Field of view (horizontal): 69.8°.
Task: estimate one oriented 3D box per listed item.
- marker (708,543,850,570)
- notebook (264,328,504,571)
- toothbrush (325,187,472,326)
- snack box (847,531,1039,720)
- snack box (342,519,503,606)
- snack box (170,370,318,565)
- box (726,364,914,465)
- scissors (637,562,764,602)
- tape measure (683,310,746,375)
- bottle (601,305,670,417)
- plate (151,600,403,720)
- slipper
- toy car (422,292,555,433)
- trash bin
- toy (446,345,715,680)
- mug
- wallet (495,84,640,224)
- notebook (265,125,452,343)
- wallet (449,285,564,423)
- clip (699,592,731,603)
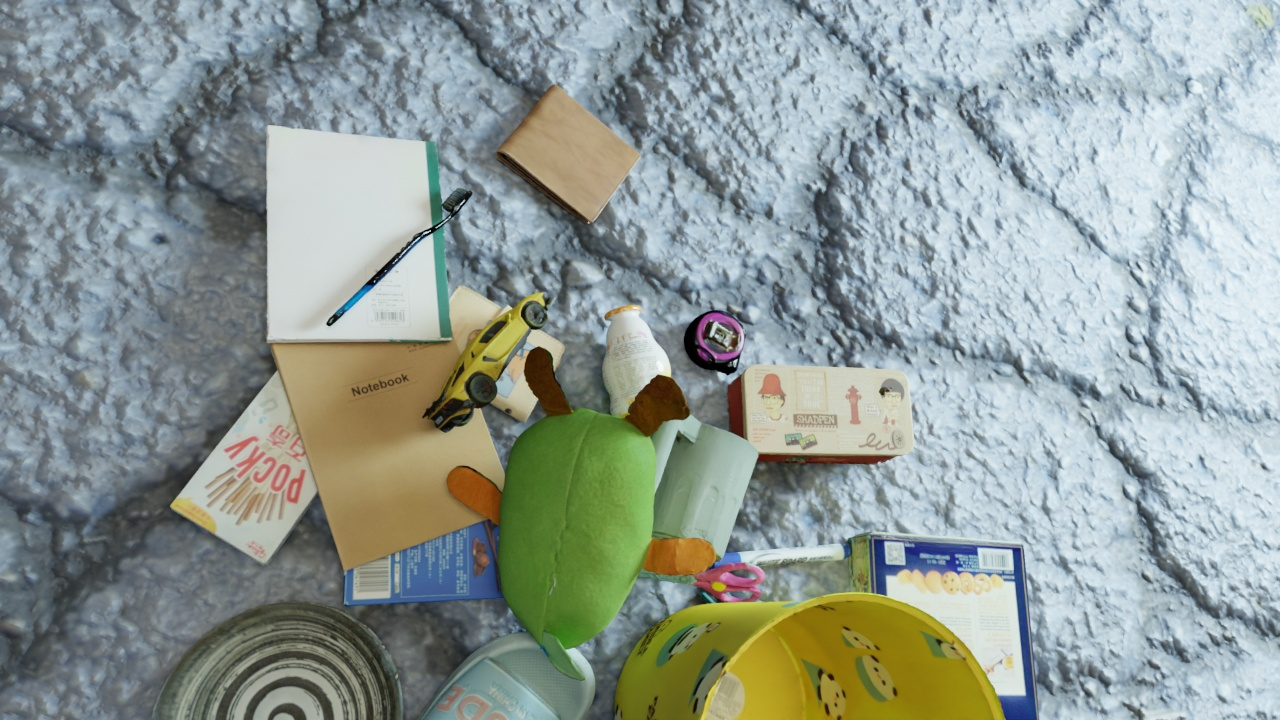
[{"bbox_3d":[0.132,0.185,0.866,0.145,0.017,0.017,0,75,-19],"label":"marker"},{"bbox_3d":[-0.206,0.050,0.762,0.147,0.008,0.207,-17,79,-26],"label":"notebook"},{"bbox_3d":[-0.207,-0.093,0.792,0.016,0.014,0.189,38,58,0],"label":"toothbrush"},{"bbox_3d":[0.291,0.263,0.884,0.177,0.046,0.182,7,73,-17],"label":"snack box"},{"bbox_3d":[-0.165,0.158,0.765,0.157,0.026,0.084,2,75,-19],"label":"snack box"},{"bbox_3d":[-0.292,0.077,0.744,0.084,0.027,0.156,34,66,-8],"label":"snack box"},{"bbox_3d":[0.170,0.054,0.892,0.168,0.077,0.091,2,75,-12],"label":"box"},{"bbox_3d":[0.042,0.194,0.815,0.133,0.057,0.017,4,38,2],"label":"scissors"},{"bbox_3d":[0.073,-0.020,0.890,0.058,0.039,0.057,23,69,-12],"label":"tape measure"},{"bbox_3d":[-0.005,0.005,0.843,0.063,0.063,0.108,-9,78,-21],"label":"bottle"},{"bbox_3d":[-0.269,0.272,0.688,0.179,0.024,0.179,3,67,-8],"label":"plate"},{"bbox_3d":[-0.137,0.311,0.706,0.104,0.074,0.244,46,67,-1],"label":"slipper"},{"bbox_3d":[-0.125,-0.003,0.769,0.041,0.071,0.155,40,56,-11],"label":"toy car"},{"bbox_3d":[0.101,0.285,0.688,0.229,0.256,0.229,3,79,-16],"label":"trash bin"},{"bbox_3d":[-0.050,0.117,0.724,0.227,0.089,0.247,15,98,16],"label":"toy"},{"bbox_3d":[0.040,0.109,0.808,0.124,0.084,0.103,39,64,-43],"label":"mug"},{"bbox_3d":[-0.069,-0.203,0.905,0.115,0.020,0.101,38,66,-9],"label":"wallet"},{"bbox_3d":[-0.246,-0.111,0.800,0.150,0.012,0.209,0,66,-21],"label":"notebook"},{"bbox_3d":[-0.133,-0.009,0.826,0.115,0.024,0.087,31,72,-7],"label":"wallet"},{"bbox_3d":[0.080,0.226,0.838,0.056,0.014,0.043,48,67,-3],"label":"clip"}]
